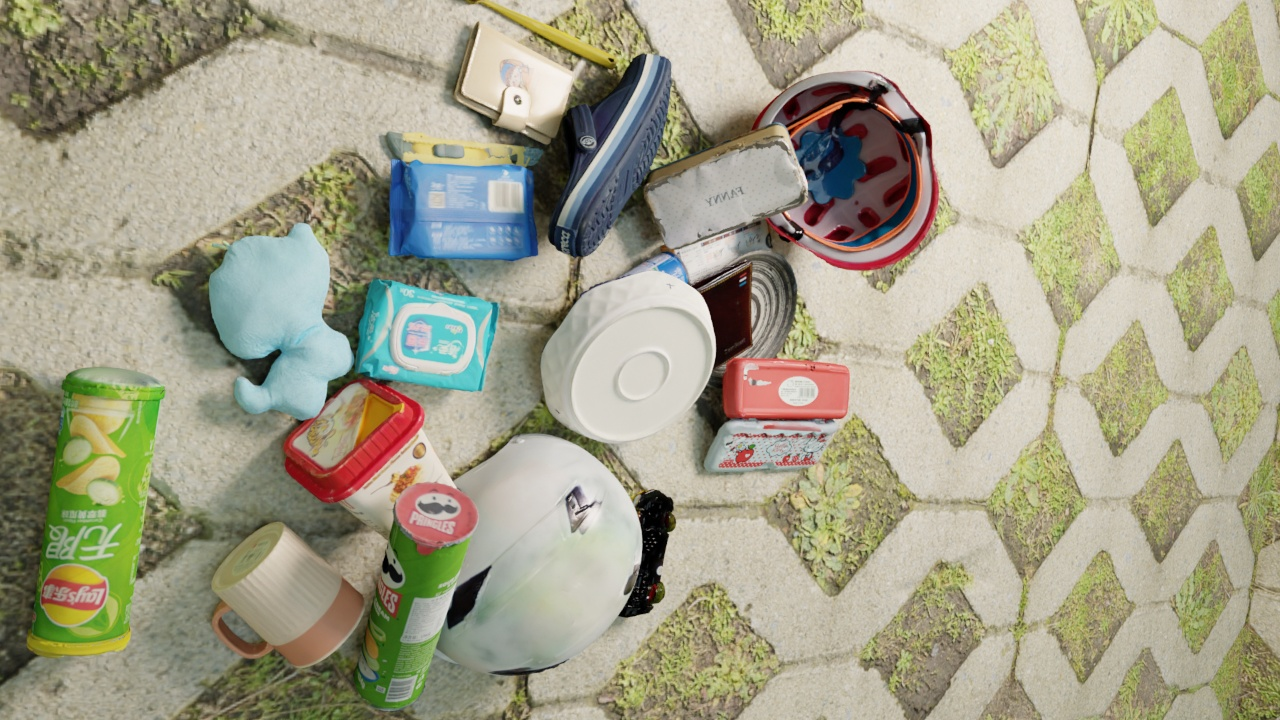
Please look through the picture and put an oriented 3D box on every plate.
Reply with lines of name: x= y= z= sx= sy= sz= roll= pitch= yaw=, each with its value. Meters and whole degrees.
plate: x=0.121 y=-0.051 z=1.110 sx=0.179 sy=0.024 sz=0.180 roll=-20 pitch=125 yaw=-31
plate: x=-0.006 y=0.006 z=0.981 sx=0.204 sy=0.045 sz=0.205 roll=-16 pitch=129 yaw=-21

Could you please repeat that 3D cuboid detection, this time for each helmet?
helmet: x=0.233 y=-0.230 z=1.096 sx=0.207 sy=0.143 sz=0.240 roll=-38 pitch=110 yaw=10
helmet: x=-0.099 y=0.212 z=0.929 sx=0.258 sy=0.146 sz=0.229 roll=-45 pitch=119 yaw=-22

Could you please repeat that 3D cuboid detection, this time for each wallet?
wallet: x=0.092 y=-0.047 z=1.059 sx=0.096 sy=0.020 sz=0.122 roll=-27 pitch=131 yaw=-27
wallet: x=-0.126 y=-0.274 z=0.922 sx=0.115 sy=0.024 sz=0.087 roll=18 pitch=86 yaw=-37

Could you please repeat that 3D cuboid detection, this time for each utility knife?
utility knife: x=-0.170 y=-0.206 z=0.907 sx=0.166 sy=0.018 sz=0.031 roll=-5 pitch=105 yaw=-40

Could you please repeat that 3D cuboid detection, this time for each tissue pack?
tissue pack: x=-0.171 y=-0.143 z=0.888 sx=0.156 sy=0.052 sz=0.095 roll=-5 pitch=97 yaw=-36
tissue pack: x=-0.203 y=-0.022 z=0.881 sx=0.133 sy=0.050 sz=0.093 roll=9 pitch=90 yaw=-37

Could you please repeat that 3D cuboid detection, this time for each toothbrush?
toothbrush: x=-0.101 y=-0.339 z=0.934 sx=0.190 sy=0.017 sz=0.015 roll=14 pitch=88 yaw=-36

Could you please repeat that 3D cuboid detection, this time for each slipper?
slipper: x=-0.042 y=-0.215 z=0.952 sx=0.095 sy=0.105 sz=0.252 roll=22 pitch=64 yaw=5

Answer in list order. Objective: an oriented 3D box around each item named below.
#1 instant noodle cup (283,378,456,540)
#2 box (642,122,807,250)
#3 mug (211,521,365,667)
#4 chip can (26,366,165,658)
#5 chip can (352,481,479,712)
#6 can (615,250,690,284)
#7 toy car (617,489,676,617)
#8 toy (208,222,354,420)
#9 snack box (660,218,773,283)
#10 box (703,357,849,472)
instant noodle cup: x=-0.239 y=0.099 z=0.841 sx=0.116 sy=0.116 sz=0.124 roll=-47 pitch=132 yaw=-22
box: x=0.086 y=-0.187 z=1.006 sx=0.062 sy=0.184 sz=0.090 roll=-71 pitch=143 yaw=-60
mug: x=-0.324 y=0.215 z=0.815 sx=0.114 sy=0.081 sz=0.106 roll=-33 pitch=116 yaw=4
chip can: x=-0.428 y=0.116 z=0.723 sx=0.072 sy=0.073 sz=0.221 roll=8 pitch=91 yaw=-36
chip can: x=-0.207 y=0.219 z=0.830 sx=0.072 sy=0.072 sz=0.237 roll=-5 pitch=130 yaw=-36
can: x=-0.010 y=-0.070 z=1.013 sx=0.134 sy=0.053 sz=0.053 roll=-33 pitch=114 yaw=-28
toy car: x=-0.001 y=0.223 z=1.066 sx=0.071 sy=0.041 sz=0.156 roll=11 pitch=91 yaw=-37
toy: x=-0.315 y=-0.037 z=0.799 sx=0.156 sy=0.050 sz=0.161 roll=41 pitch=76 yaw=-31
snack box: x=0.097 y=-0.123 z=1.100 sx=0.153 sy=0.026 sz=0.075 roll=-24 pitch=110 yaw=-31
box: x=0.177 y=0.073 z=1.161 sx=0.200 sy=0.059 sz=0.161 roll=3 pitch=106 yaw=-35
